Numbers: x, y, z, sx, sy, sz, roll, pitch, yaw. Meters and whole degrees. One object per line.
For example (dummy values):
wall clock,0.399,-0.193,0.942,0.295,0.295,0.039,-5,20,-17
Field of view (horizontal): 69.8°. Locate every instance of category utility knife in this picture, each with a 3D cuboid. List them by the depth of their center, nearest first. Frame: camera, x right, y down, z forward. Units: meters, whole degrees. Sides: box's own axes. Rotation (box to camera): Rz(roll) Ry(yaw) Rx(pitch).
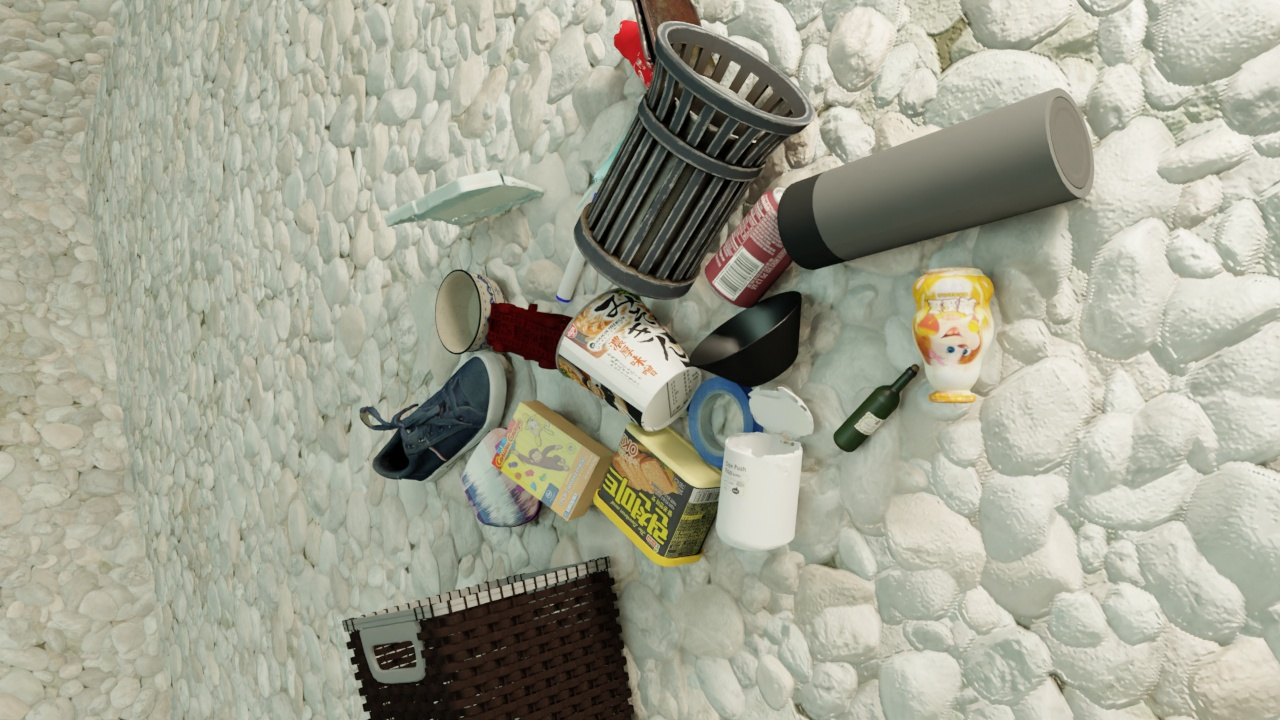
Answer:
utility knife,-0.040,-0.209,1.010,0.022,0.168,0.015,-11,123,33

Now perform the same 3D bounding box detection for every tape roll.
tape roll,0.088,0.064,0.955,0.092,0.016,0.093,-53,54,33

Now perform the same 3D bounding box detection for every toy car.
toy car,-0.123,-0.031,1.148,0.170,0.061,0.070,18,103,46

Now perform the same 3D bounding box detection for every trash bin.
trash bin,0.040,-0.186,0.907,0.164,0.164,0.228,56,131,31

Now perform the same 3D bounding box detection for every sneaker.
sneaker,-0.299,0.083,1.295,0.295,0.127,0.120,-43,61,36

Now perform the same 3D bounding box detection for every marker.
marker,-0.072,-0.136,1.124,0.020,0.020,0.142,43,120,38

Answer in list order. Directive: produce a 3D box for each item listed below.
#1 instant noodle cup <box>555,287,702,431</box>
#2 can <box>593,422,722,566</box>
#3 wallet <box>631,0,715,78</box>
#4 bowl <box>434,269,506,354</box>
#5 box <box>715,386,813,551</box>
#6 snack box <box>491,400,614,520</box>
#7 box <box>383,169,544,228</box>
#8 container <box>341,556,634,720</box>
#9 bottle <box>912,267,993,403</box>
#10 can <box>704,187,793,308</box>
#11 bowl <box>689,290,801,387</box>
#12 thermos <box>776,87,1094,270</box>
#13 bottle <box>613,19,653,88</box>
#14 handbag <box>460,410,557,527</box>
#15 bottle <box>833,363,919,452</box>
instant noodle cup,-0.006,0.006,0.992,0.122,0.123,0.124,42,120,28
can,0.023,0.140,0.987,0.131,0.072,0.101,38,114,40
wallet,0.031,-0.341,0.955,0.031,0.099,0.120,-24,73,37
bowl,-0.227,-0.065,1.261,0.116,0.059,0.115,0,90,47
box,0.119,0.098,0.881,0.081,0.091,0.161,20,112,48
snack box,-0.106,0.119,1.109,0.126,0.040,0.088,33,105,23
box,-0.237,-0.211,1.214,0.198,0.135,0.043,-9,89,47
container,-0.167,0.387,1.070,0.248,0.245,0.243,-23,77,45
bottle,0.253,-0.020,0.745,0.063,0.063,0.109,0,90,47
can,0.116,-0.108,0.890,0.114,0.063,0.063,-52,55,34
bowl,0.113,-0.010,0.883,0.124,0.123,0.052,-21,108,45
thermos,0.231,-0.140,0.753,0.241,0.082,0.082,-12,81,46
bottle,0.016,-0.325,1.012,0.042,0.041,0.141,-53,54,33
handbag,-0.155,0.130,1.191,0.170,0.068,0.144,-50,57,27
bottle,0.211,0.041,0.817,0.106,0.025,0.025,-54,54,32
